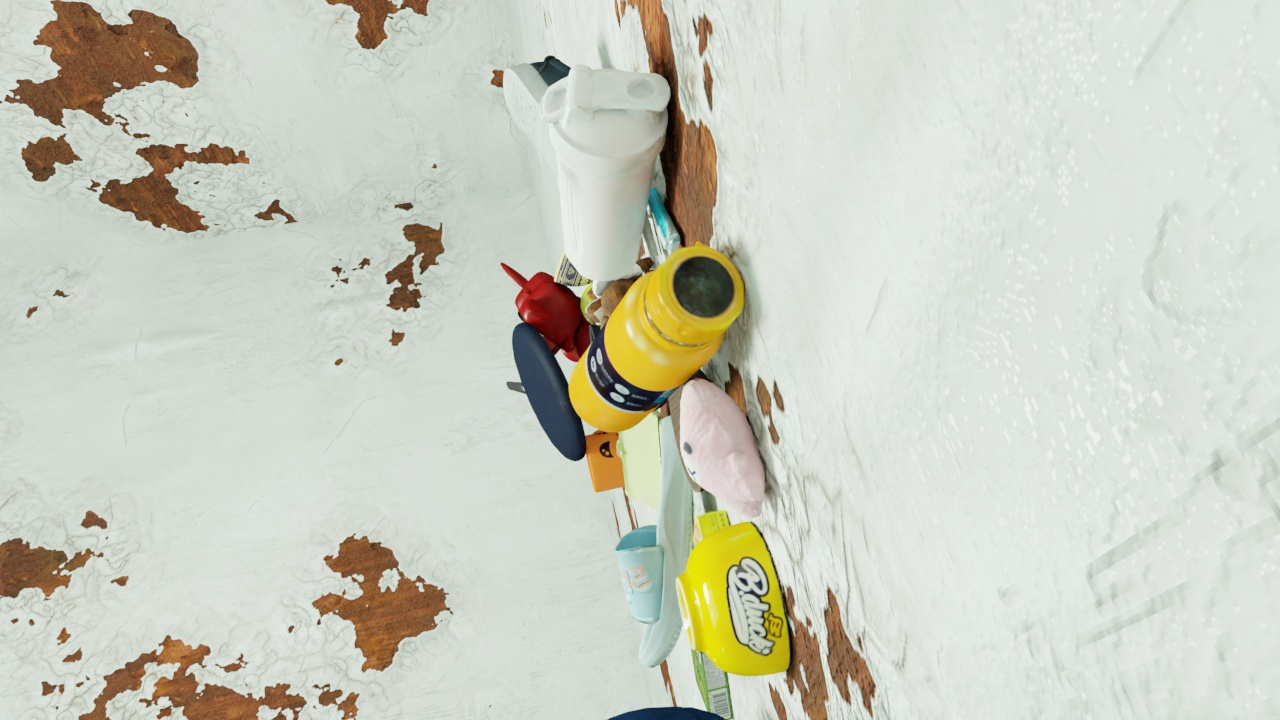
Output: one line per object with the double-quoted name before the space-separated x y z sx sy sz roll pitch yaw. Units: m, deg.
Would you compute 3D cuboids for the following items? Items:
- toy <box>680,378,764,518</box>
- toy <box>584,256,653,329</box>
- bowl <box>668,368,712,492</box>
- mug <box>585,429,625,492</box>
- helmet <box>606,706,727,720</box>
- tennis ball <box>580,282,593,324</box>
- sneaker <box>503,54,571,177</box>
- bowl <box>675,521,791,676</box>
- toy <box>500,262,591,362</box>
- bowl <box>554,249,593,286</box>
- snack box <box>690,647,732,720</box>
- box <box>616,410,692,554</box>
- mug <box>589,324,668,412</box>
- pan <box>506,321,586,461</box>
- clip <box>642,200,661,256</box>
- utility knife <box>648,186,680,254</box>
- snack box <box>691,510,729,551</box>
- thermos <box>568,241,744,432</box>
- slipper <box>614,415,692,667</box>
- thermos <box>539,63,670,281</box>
"toy" 0.060 0.069 0.655 0.095 0.052 0.099 58 166 35
"toy" -0.017 -0.070 0.935 0.067 0.087 0.112 56 -169 -26
"bowl" 0.050 0.052 0.778 0.118 0.030 0.118 168 91 -83
"mug" -0.026 0.120 1.241 0.112 0.096 0.078 -112 13 -58
"helmet" 0.036 0.414 0.781 0.273 0.222 0.232 2 116 53
"tennis ball" -0.047 -0.075 1.225 0.065 0.065 0.065 167 91 -83
"sneaker" -0.058 -0.249 0.980 0.235 0.087 0.089 50 152 26
"bowl" 0.067 0.190 0.717 0.117 0.067 0.117 168 91 -84
"toy" -0.109 -0.049 1.290 0.197 0.121 0.158 35 -166 -36
"bowl" -0.067 -0.147 1.236 0.112 0.061 0.112 -162 94 -87
"snack box" 0.075 0.330 1.056 0.080 0.025 0.148 -121 20 -70
"box" 0.023 0.131 1.072 0.141 0.047 0.188 41 150 38
"mug" -0.006 0.006 0.963 0.071 0.077 0.105 100 158 -73
"pan" -0.153 0.043 1.294 0.199 0.021 0.357 69 162 -8
"clip" 0.001 -0.154 0.884 0.054 0.040 0.102 36 143 61
"utility knife" 0.018 -0.131 0.817 0.123 0.015 0.022 -106 12 -52
"snack box" 0.067 0.192 0.876 0.148 0.029 0.040 89 169 -56
"thermos" 0.006 -0.018 0.693 0.233 0.076 0.091 131 135 -65
"slipper" 0.013 0.176 0.912 0.104 0.074 0.245 12 -98 -86
"thermos" -0.033 -0.155 0.790 0.221 0.099 0.099 99 159 -61
